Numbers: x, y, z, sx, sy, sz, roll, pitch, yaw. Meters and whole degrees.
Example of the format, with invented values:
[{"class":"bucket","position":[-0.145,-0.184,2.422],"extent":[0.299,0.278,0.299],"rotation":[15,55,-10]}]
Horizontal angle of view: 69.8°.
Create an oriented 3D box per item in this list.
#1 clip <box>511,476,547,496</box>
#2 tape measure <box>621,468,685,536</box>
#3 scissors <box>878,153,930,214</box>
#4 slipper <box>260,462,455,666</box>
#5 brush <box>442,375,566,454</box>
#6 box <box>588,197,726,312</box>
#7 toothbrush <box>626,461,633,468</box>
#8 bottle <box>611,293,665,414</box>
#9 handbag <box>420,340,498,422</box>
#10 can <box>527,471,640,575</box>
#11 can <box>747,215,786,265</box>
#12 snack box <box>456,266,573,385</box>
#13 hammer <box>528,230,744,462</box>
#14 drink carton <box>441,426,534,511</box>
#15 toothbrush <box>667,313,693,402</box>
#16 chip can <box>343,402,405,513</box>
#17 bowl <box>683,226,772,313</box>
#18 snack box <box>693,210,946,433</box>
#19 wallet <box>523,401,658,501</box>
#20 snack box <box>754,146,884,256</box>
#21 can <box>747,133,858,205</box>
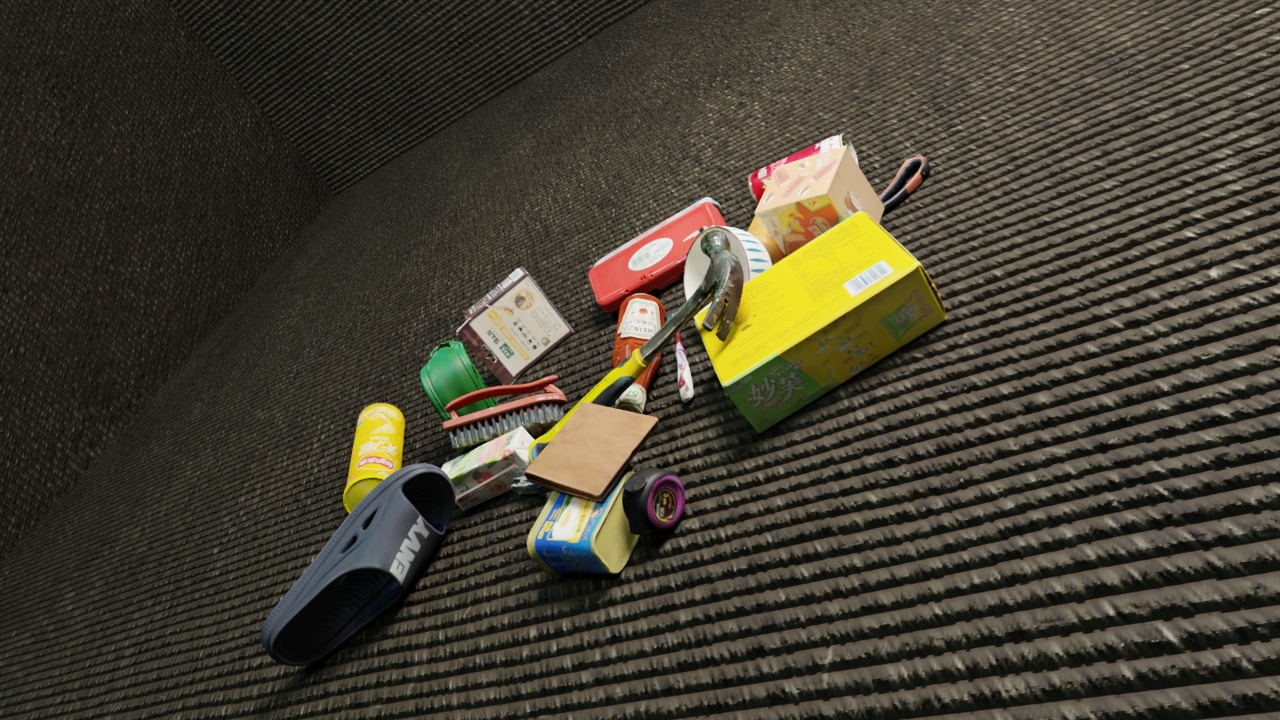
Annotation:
[{"class":"clip","position":[-0.123,0.139,1.019],"extent":[0.058,0.027,0.043],"rotation":[-10,46,44]},{"class":"tape measure","position":[0.010,0.127,0.838],"extent":[0.057,0.057,0.039],"rotation":[-18,11,-40]},{"class":"scissors","position":[0.252,-0.166,1.055],"extent":[0.189,0.015,0.225],"rotation":[-28,29,18]},{"class":"slipper","position":[-0.292,0.237,1.001],"extent":[0.268,0.111,0.083],"rotation":[-48,45,-10]},{"class":"brush","position":[-0.160,0.063,1.098],"extent":[0.146,0.063,0.069],"rotation":[-16,69,0]},{"class":"box","position":[0.023,-0.152,1.258],"extent":[0.201,0.074,0.154],"rotation":[-30,24,13]},{"class":"toothbrush","position":[-0.064,0.104,1.019],"extent":[0.014,0.018,0.190],"rotation":[-50,26,-24]},{"class":"bottle","position":[-0.006,0.006,1.049],"extent":[0.060,0.060,0.205],"rotation":[-23,36,26]},{"class":"handbag","position":[-0.229,0.045,1.180],"extent":[0.068,0.131,0.120],"rotation":[-30,22,-7]},{"class":"can","position":[-0.045,0.153,0.867],"extent":[0.083,0.057,0.101],"rotation":[-9,39,40]},{"class":"can","position":[0.165,-0.163,1.106],"extent":[0.058,0.058,0.145],"rotation":[-13,35,39]},{"class":"snack box","position":[-0.176,-0.046,1.273],"extent":[0.125,0.113,0.053],"rotation":[-39,26,-3]},{"class":"hammer","position":[-0.011,0.009,0.962],"extent":[0.324,0.032,0.126],"rotation":[-45,31,23]},{"class":"drink carton","position":[-0.173,0.128,1.064],"extent":[0.123,0.053,0.045],"rotation":[-26,29,23]},{"class":"toothbrush","position":[0.044,-0.007,1.051],"extent":[0.016,0.017,0.187],"rotation":[-31,27,15]},{"class":"chip can","position":[-0.363,0.136,1.263],"extent":[0.072,0.072,0.213],"rotation":[-35,26,4]},{"class":"bowl","position":[0.108,-0.091,1.030],"extent":[0.066,0.116,0.117],"rotation":[-3,7,-34]},{"class":"snack box","position":[0.167,-0.042,0.900],"extent":[0.210,0.070,0.157],"rotation":[-33,27,9]},{"class":"wallet","position":[-0.048,0.086,0.890],"extent":[0.115,0.020,0.101],"rotation":[9,51,47]},{"class":"snack box","position":[0.196,-0.164,1.001],"extent":[0.095,0.093,0.076],"rotation":[-9,44,44]},{"class":"can","position":[0.209,-0.242,1.181],"extent":[0.133,0.053,0.053],"rotation":[-20,32,31]}]
